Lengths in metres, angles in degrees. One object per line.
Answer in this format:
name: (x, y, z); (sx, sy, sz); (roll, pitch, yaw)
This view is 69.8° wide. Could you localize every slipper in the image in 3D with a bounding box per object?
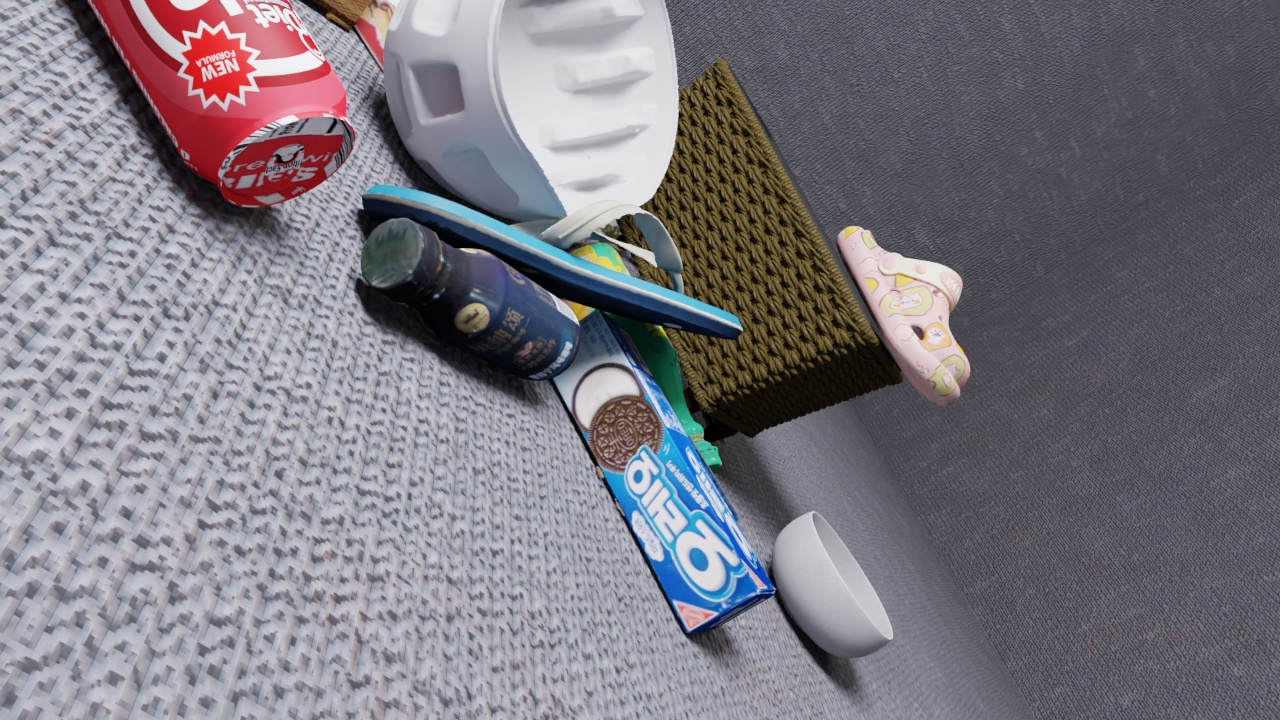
slipper: (0.241, -0.050, 0.802); (0.093, 0.082, 0.197); (45, 20, -49)
slipper: (-0.044, -0.073, 0.607); (0.118, 0.060, 0.294); (7, -8, 46)

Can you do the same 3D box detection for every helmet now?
helmet: (-0.063, -0.223, 0.703); (0.281, 0.184, 0.224); (-31, 124, -40)

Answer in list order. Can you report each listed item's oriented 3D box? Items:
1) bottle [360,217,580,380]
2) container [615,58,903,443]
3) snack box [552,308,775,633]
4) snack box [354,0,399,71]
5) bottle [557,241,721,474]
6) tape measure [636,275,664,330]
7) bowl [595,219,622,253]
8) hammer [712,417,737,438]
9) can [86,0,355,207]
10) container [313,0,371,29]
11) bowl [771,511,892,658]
bottle: (-0.092, -0.032, 0.525); (0.160, 0.056, 0.056); (33, 25, -59)
container: (0.083, -0.087, 0.910); (0.176, 0.205, 0.320); (30, 34, -62)
snack box: (0.009, 0.072, 0.629); (0.226, 0.059, 0.059); (60, 10, 20)
snack box: (-0.254, -0.347, 0.778); (0.273, 0.044, 0.076); (56, 13, 1)
bottle: (-0.004, 0.004, 0.729); (0.209, 0.068, 0.068); (60, 14, 22)
tape measure: (0.008, -0.067, 1.072); (0.060, 0.020, 0.062); (57, 12, -19)
bowl: (-0.037, -0.225, 1.149); (0.160, 0.094, 0.159); (51, 14, -18)
hammer: (0.059, -0.035, 1.122); (0.133, 0.033, 0.332); (65, 5, -48)
can: (-0.190, -0.144, 0.405); (0.142, 0.074, 0.074); (57, 13, 7)
container: (-0.238, -0.306, 0.678); (0.063, 0.061, 0.114); (58, 13, 12)
bowl: (0.165, 0.209, 0.832); (0.132, 0.064, 0.131); (51, 13, -17)
